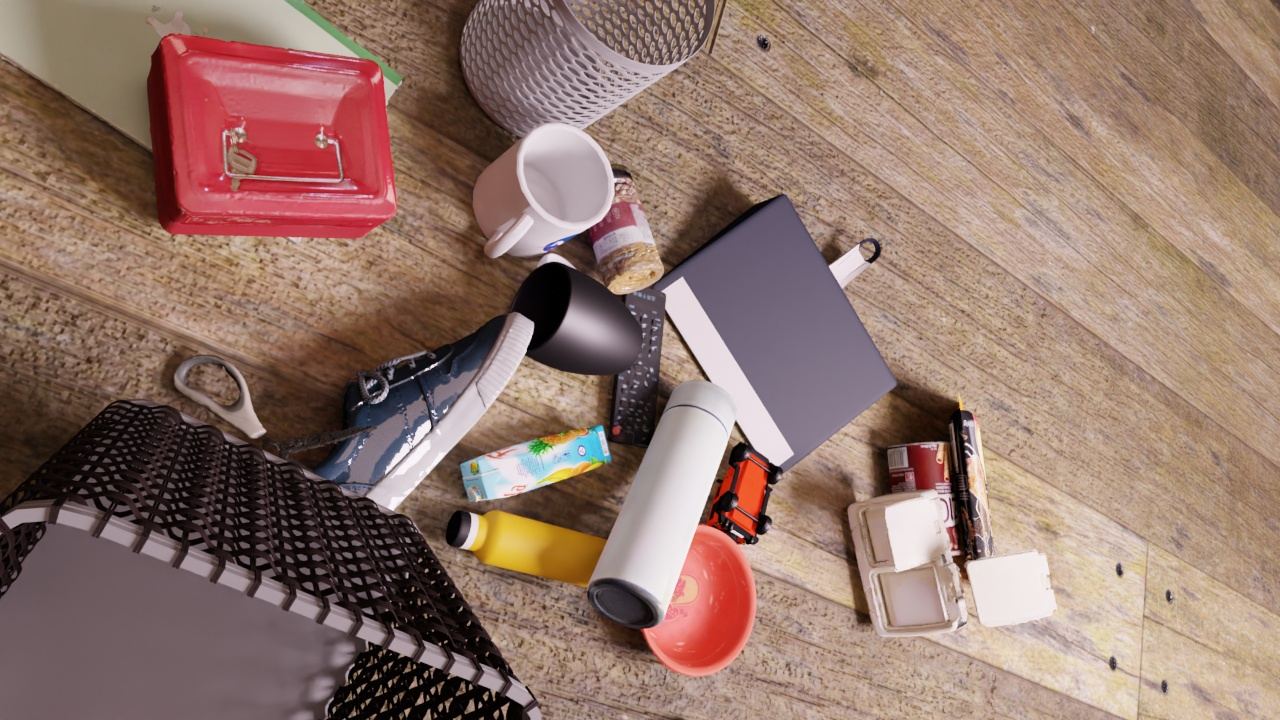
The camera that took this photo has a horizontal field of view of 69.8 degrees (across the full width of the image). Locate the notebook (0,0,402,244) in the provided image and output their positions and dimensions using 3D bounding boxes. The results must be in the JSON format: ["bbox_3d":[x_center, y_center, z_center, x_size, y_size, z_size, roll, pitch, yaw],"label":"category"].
[{"bbox_3d":[-0.327,-0.230,0.693,0.252,0.010,0.181,34,63,-24],"label":"notebook"}]

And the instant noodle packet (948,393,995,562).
[{"bbox_3d":[0.372,0.151,1.028,0.159,0.032,0.220,19,66,-68],"label":"instant noodle packet"}]

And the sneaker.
[{"bbox_3d":[-0.178,0.035,0.695,0.087,0.089,0.235,46,63,-12],"label":"sneaker"}]

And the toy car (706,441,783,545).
[{"bbox_3d":[0.097,0.129,0.876,0.051,0.049,0.100,35,48,-16],"label":"toy car"}]

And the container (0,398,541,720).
[{"bbox_3d":[-0.238,0.183,0.483,0.245,0.244,0.247,32,89,-25],"label":"container"}]

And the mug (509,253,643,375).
[{"bbox_3d":[-0.054,-0.041,0.802,0.100,0.085,0.118,25,37,-40],"label":"mug"}]

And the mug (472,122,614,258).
[{"bbox_3d":[-0.092,-0.133,0.780,0.091,0.090,0.121,45,60,-18],"label":"mug"}]

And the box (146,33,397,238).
[{"bbox_3d":[-0.265,-0.155,0.664,0.157,0.087,0.128,-3,82,-38],"label":"box"}]

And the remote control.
[{"bbox_3d":[-0.005,0.005,0.853,0.047,0.022,0.150,14,75,-31],"label":"remote control"}]

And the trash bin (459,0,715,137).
[{"bbox_3d":[-0.055,-0.285,0.779,0.156,0.184,0.156,8,76,-32],"label":"trash bin"}]

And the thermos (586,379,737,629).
[{"bbox_3d":[0.024,0.115,0.788,0.068,0.068,0.229,44,44,-19],"label":"thermos"}]

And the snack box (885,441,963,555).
[{"bbox_3d":[0.309,0.152,1.000,0.072,0.072,0.121,4,77,-33],"label":"snack box"}]

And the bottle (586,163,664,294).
[{"bbox_3d":[-0.020,-0.119,0.833,0.056,0.056,0.105,-8,72,-35],"label":"bottle"}]

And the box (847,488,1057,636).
[{"bbox_3d":[0.281,0.197,0.888,0.104,0.188,0.143,0,74,-49],"label":"box"}]

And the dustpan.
[{"bbox_3d":[0.169,-0.053,0.971,0.272,0.080,0.236,-36,101,-12],"label":"dustpan"}]

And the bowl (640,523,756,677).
[{"bbox_3d":[0.041,0.214,0.824,0.130,0.045,0.130,8,76,-32],"label":"bowl"}]

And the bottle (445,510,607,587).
[{"bbox_3d":[-0.088,0.153,0.752,0.143,0.043,0.043,21,69,-29],"label":"bottle"}]

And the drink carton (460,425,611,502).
[{"bbox_3d":[-0.087,0.086,0.767,0.128,0.044,0.038,-13,88,-37],"label":"drink carton"}]

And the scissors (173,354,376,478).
[{"bbox_3d":[-0.272,0.060,0.631,0.171,0.013,0.157,-31,77,-11],"label":"scissors"}]
